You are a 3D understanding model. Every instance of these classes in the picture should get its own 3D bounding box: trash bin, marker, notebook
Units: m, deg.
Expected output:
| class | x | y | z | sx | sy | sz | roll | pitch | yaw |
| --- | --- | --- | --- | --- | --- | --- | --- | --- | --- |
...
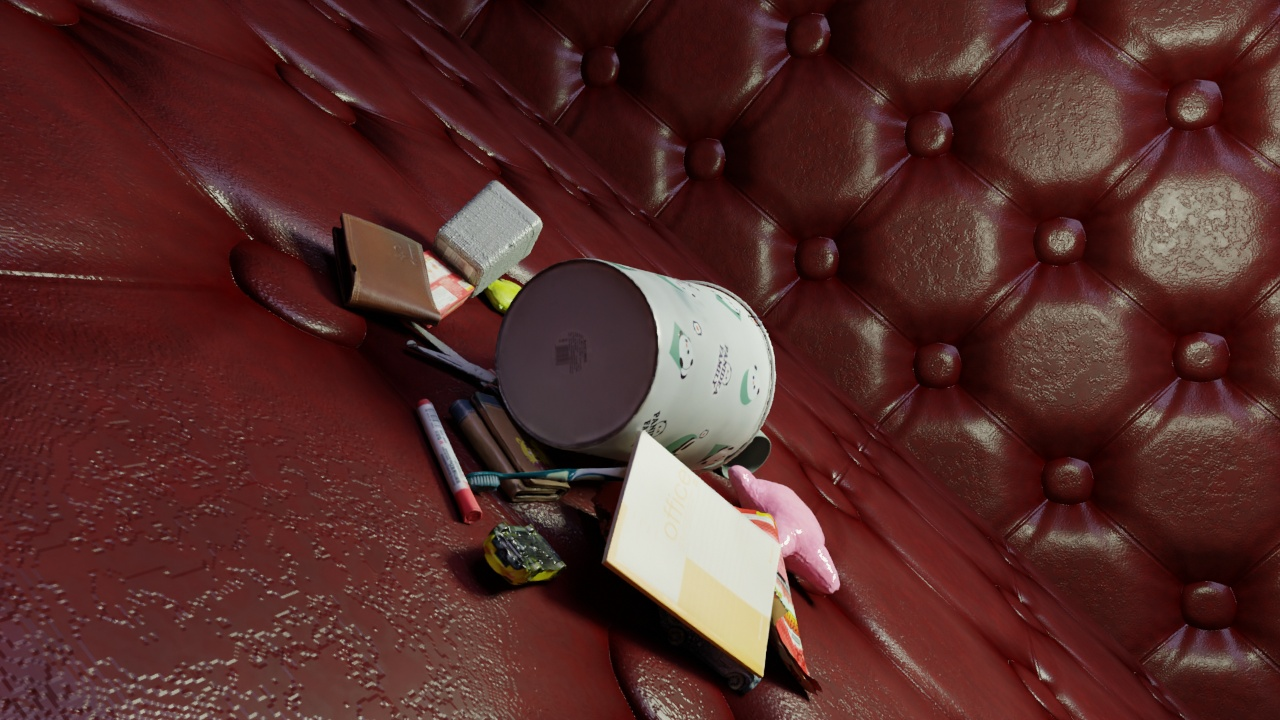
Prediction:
| class | x | y | z | sx | sy | sz | roll | pitch | yaw |
| --- | --- | --- | --- | --- | --- | --- | --- | --- | --- |
| trash bin | -0.006 | 0.006 | 0.969 | 0.229 | 0.230 | 0.251 | 47 | 15 | 23 |
| marker | -0.167 | 0.083 | 0.790 | 0.017 | 0.017 | 0.145 | 26 | 20 | -45 |
| notebook | 0.054 | 0.175 | 0.835 | 0.206 | 0.010 | 0.145 | 42 | 42 | -24 |

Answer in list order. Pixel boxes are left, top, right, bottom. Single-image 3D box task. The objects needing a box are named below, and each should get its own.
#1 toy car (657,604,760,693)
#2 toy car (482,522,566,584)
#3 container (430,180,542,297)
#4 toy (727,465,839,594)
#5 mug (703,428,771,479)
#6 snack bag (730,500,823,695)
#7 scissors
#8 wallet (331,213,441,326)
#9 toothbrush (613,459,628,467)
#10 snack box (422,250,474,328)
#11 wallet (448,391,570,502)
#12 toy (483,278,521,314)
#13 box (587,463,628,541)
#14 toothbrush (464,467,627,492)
| class | x | y | z | sx | sy | sz | roll | pitch | yaw |
| --- | --- | --- | --- | --- | --- | --- | --- | --- | --- |
| toy car | 0.065 | 0.255 | 0.845 | 0.120 | 0.037 | 0.054 | 42 | 14 | -9 |
| toy car | -0.094 | 0.157 | 0.731 | 0.048 | 0.032 | 0.105 | 45 | 3 | 18 |
| container | -0.202 | -0.152 | 1.174 | 0.090 | 0.090 | 0.114 | 41 | 57 | 2 |
| toy | 0.199 | 0.227 | 1.205 | 0.178 | 0.075 | 0.194 | 31 | 20 | -43 |
| mug | 0.113 | 0.111 | 1.338 | 0.123 | 0.084 | 0.103 | -1 | 37 | -32 |
| snack bag | 0.138 | 0.245 | 0.986 | 0.207 | 0.073 | 0.129 | -107 | 174 | -62 |
| scissors | -0.156 | 0.027 | 0.989 | 0.226 | 0.015 | 0.188 | 45 | 15 | 12 |
| wallet | -0.265 | -0.092 | 0.961 | 0.101 | 0.032 | 0.124 | 16 | 39 | -40 |
| toothbrush | 0.039 | 0.159 | 1.103 | 0.190 | 0.016 | 0.016 | 31 | 22 | -36 |
| snack box | -0.247 | -0.086 | 1.070 | 0.075 | 0.025 | 0.152 | 39 | 14 | -6 |
| wallet | -0.124 | 0.084 | 0.874 | 0.115 | 0.033 | 0.090 | 52 | 16 | 25 |
| toy | -0.176 | -0.085 | 1.242 | 0.096 | 0.031 | 0.100 | 39 | 14 | -17 |
| box | 0.029 | 0.183 | 0.909 | 0.168 | 0.078 | 0.091 | 40 | 12 | -31 |
| toothbrush | -0.063 | 0.106 | 0.825 | 0.191 | 0.016 | 0.018 | 1 | 44 | -21 |
